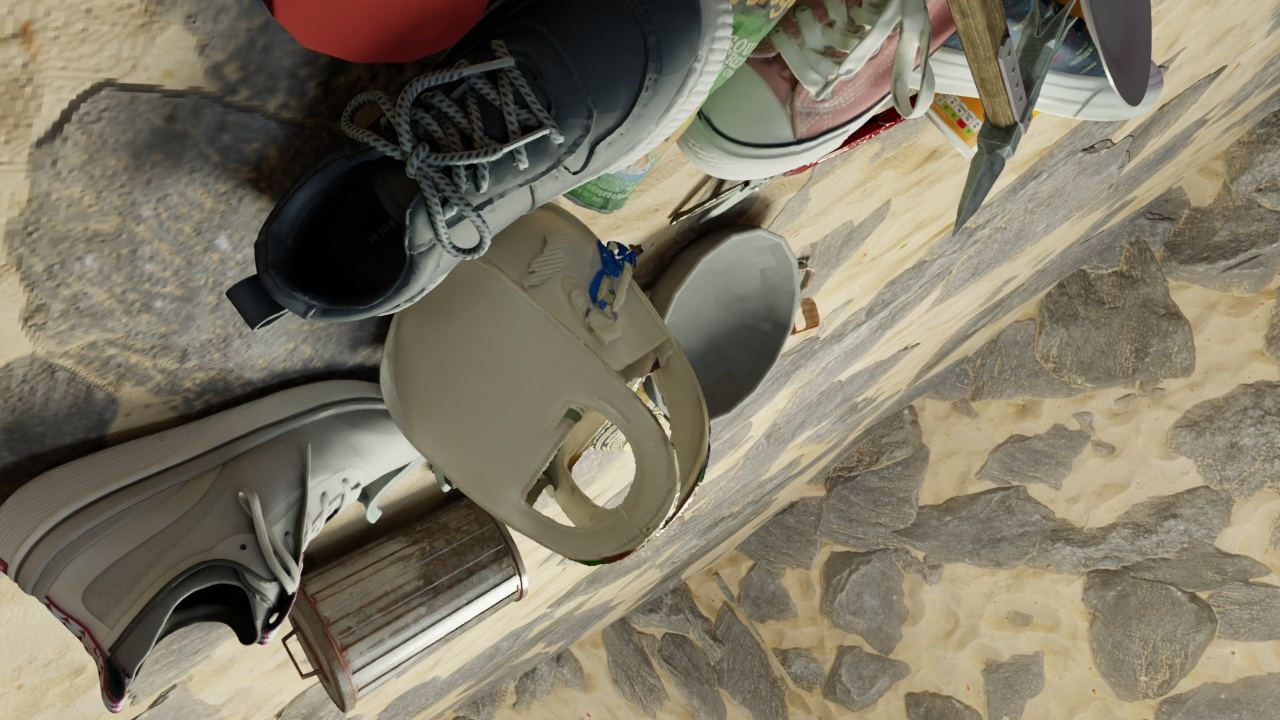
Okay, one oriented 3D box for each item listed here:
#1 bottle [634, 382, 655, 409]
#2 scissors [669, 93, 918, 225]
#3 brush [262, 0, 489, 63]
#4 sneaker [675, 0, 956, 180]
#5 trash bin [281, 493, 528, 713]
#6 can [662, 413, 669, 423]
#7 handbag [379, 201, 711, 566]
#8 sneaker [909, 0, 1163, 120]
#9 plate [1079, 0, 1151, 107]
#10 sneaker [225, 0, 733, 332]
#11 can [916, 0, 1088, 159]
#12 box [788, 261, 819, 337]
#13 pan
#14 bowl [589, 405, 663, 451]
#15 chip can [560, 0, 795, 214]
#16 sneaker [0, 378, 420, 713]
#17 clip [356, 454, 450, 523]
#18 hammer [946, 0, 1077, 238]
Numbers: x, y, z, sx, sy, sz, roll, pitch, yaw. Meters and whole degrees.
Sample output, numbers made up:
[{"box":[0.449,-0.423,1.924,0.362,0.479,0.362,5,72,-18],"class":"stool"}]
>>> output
[{"box":[-0.040,0.008,0.763,0.060,0.059,0.166,-39,154,12],"class":"bottle"},{"box":[0.111,-0.141,0.628,0.193,0.015,0.179,-22,176,-6],"class":"scissors"},{"box":[-0.062,-0.173,0.277,0.082,0.042,0.174,-13,152,-50],"class":"brush"},{"box":[0.123,-0.185,0.489,0.241,0.118,0.088,-38,-177,-6],"class":"sneaker"},{"box":[-0.228,0.225,0.866,0.210,0.131,0.131,-26,160,-31],"class":"trash bin"},{"box":[0.078,0.020,0.989,0.121,0.067,0.067,-46,160,32],"class":"can"},{"box":[-0.048,0.021,0.545,0.092,0.199,0.201,-36,169,-43],"class":"handbag"},{"box":[0.251,-0.216,0.605,0.235,0.087,0.079,3,126,-19],"class":"sneaker"},{"box":[0.282,-0.242,0.554,0.012,0.178,0.178,-4,-174,40],"class":"plate"},{"box":[-0.071,-0.089,0.375,0.236,0.089,0.087,-35,-176,18],"class":"sneaker"},{"box":[0.292,-0.228,0.713,0.143,0.079,0.079,-43,161,23],"class":"can"},{"box":[0.117,-0.051,0.900,0.043,0.083,0.186,-10,-174,43],"class":"box"},{"box":[-0.004,0.004,0.725,0.356,0.041,0.179,-29,133,-32],"class":"pan"},{"box":[-0.017,0.054,0.912,0.112,0.061,0.112,-31,162,-12],"class":"bowl"},{"box":[0.027,-0.164,0.411,0.224,0.075,0.075,-46,160,30],"class":"chip can"},{"box":[-0.220,0.096,0.546,0.262,0.128,0.097,-22,161,-47],"class":"sneaker"},{"box":[-0.199,0.087,0.727,0.141,0.029,0.172,-27,160,-28],"class":"clip"},{"box":[0.149,-0.160,0.414,0.316,0.028,0.147,17,97,-61],"class":"hammer"}]
